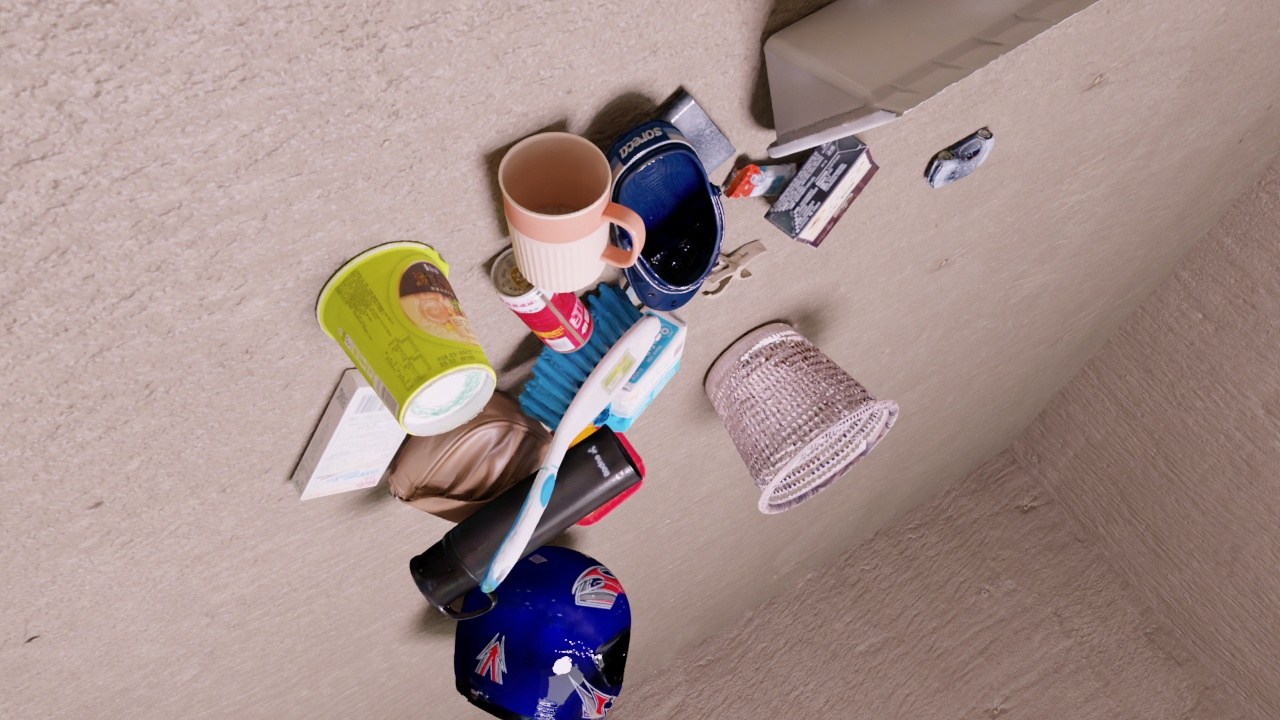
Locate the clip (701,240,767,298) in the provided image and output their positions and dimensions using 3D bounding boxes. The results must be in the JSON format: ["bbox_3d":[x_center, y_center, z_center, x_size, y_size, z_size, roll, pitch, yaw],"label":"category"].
[{"bbox_3d":[0.098,-0.101,1.019,0.100,0.035,0.075,-21,150,-39],"label":"clip"}]

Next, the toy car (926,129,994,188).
[{"bbox_3d":[0.405,-0.252,1.153,0.105,0.031,0.049,-30,155,-15],"label":"toy car"}]

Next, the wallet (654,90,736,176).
[{"bbox_3d":[0.028,-0.178,0.814,0.097,0.019,0.120,-40,156,13],"label":"wallet"}]

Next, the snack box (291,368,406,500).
[{"bbox_3d":[-0.259,0.067,0.856,0.084,0.027,0.157,-6,141,-48],"label":"snack box"}]

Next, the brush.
[{"bbox_3d":[-0.084,0.068,0.891,0.314,0.109,0.060,-52,150,-8],"label":"brush"}]

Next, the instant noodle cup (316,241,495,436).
[{"bbox_3d":[-0.174,-0.010,0.717,0.111,0.123,0.112,-29,154,-16],"label":"instant noodle cup"}]

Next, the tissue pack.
[{"bbox_3d":[-0.006,0.006,1.002,0.139,0.063,0.090,-50,163,-30],"label":"tissue pack"}]

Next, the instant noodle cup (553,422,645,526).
[{"bbox_3d":[-0.055,0.135,1.151,0.116,0.116,0.124,-39,167,4],"label":"instant noodle cup"}]

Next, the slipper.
[{"bbox_3d":[0.032,-0.112,0.812,0.105,0.095,0.253,-28,156,-3],"label":"slipper"}]

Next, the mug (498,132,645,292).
[{"bbox_3d":[-0.051,-0.109,0.725,0.106,0.114,0.081,93,20,-62],"label":"mug"}]

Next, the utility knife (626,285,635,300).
[{"bbox_3d":[-0.044,-0.007,1.020,0.029,0.013,0.220,-21,150,-39],"label":"utility knife"}]

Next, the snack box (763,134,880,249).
[{"bbox_3d":[0.189,-0.175,0.942,0.113,0.053,0.125,-53,171,14],"label":"snack box"}]

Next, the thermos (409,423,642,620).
[{"bbox_3d":[-0.110,0.168,0.924,0.242,0.090,0.068,-35,176,2],"label":"thermos"}]

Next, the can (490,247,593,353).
[{"bbox_3d":[-0.088,-0.053,0.836,0.053,0.053,0.133,-37,155,1],"label":"can"}]

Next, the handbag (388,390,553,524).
[{"bbox_3d":[-0.163,0.116,0.976,0.148,0.100,0.204,-44,150,2],"label":"handbag"}]

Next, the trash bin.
[{"bbox_3d":[0.200,0.064,1.240,0.227,0.192,0.228,-29,154,-16],"label":"trash bin"}]

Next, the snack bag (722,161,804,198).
[{"bbox_3d":[0.128,-0.181,0.924,0.105,0.026,0.045,-12,141,-44],"label":"snack bag"}]

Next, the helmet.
[{"bbox_3d":[-0.126,0.398,1.345,0.240,0.247,0.315,-69,155,-12],"label":"helmet"}]

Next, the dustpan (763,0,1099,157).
[{"bbox_3d":[0.220,-0.228,0.772,0.222,0.258,0.143,-31,131,-12],"label":"dustpan"}]
